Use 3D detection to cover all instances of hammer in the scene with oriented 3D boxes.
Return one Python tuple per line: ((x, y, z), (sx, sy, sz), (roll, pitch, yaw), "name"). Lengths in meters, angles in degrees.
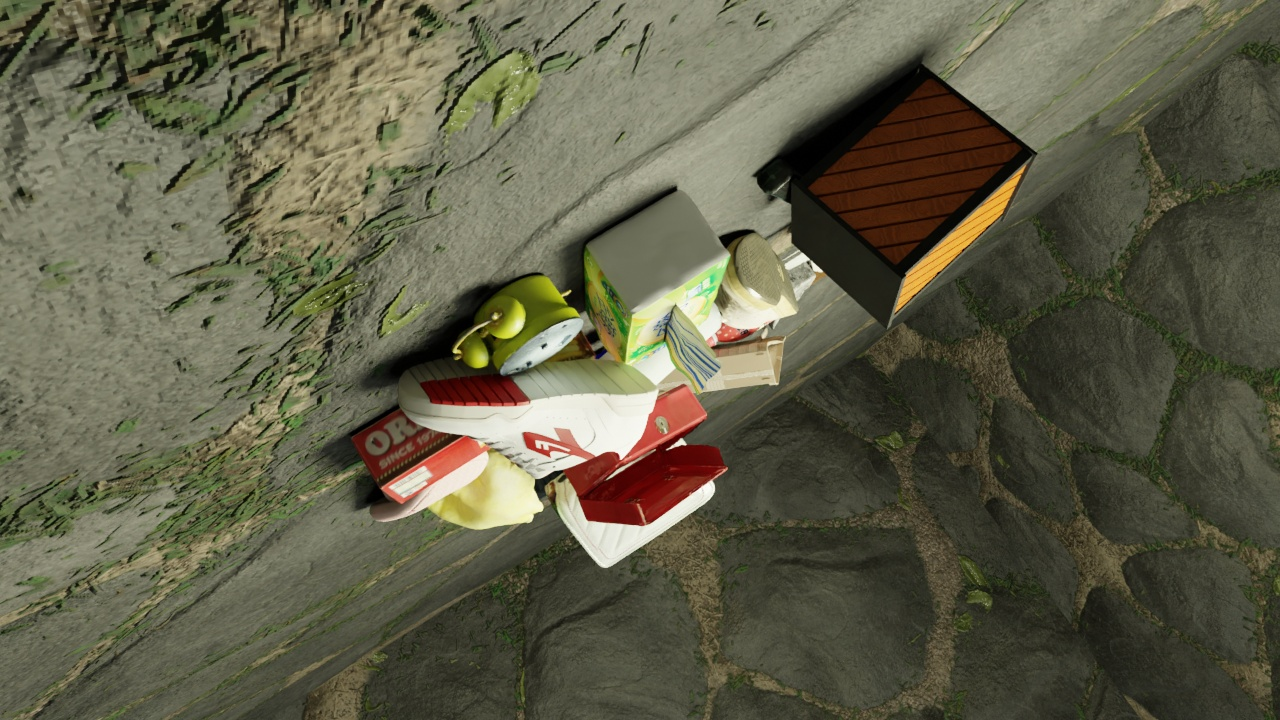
((0.325, -0.163, 1.446), (0.300, 0.037, 0.218), (-33, 169, -10), "hammer")
((0.190, -0.181, 1.008), (0.130, 0.032, 0.318), (-37, 168, 21), "hammer")

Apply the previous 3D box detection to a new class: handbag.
((-0.018, 0.169, 1.260), (0.198, 0.142, 0.096), (-33, -154, 0), "handbag")
((0.131, -0.017, 1.356), (0.176, 0.062, 0.197), (-8, -162, 24), "handbag")

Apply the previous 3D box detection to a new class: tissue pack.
((0.027, -0.041, 0.843), (0.120, 0.141, 0.198), (-33, 169, -5), "tissue pack")

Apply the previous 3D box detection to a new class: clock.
((-0.103, -0.026, 0.759), (0.118, 0.057, 0.083), (-22, 164, -49), "clock")

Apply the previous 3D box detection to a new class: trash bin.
((0.261, -0.157, 0.911), (0.171, 0.139, 0.140), (-42, 162, -5), "trash bin")

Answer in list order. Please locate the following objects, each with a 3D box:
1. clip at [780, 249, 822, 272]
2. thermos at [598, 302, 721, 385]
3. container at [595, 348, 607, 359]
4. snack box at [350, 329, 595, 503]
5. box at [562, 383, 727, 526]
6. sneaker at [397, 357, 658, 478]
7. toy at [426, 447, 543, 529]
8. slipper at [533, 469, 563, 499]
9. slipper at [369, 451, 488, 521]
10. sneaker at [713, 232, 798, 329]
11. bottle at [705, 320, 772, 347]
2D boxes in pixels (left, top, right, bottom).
((0.216, -0.140, 1.130), (0.101, 0.043, 0.054), (-32, 156, -1), "clip")
((-0.006, 0.006, 1.037), (0.229, 0.068, 0.068), (-42, 173, -24), "thermos")
((-0.072, 0.051, 1.099), (0.113, 0.085, 0.085), (-25, 165, -35), "container")
((-0.157, 0.048, 0.905), (0.236, 0.060, 0.113), (-32, 169, -12), "snack box")
((-0.004, 0.111, 1.112), (0.156, 0.127, 0.137), (-29, -171, -40), "box")
((-0.102, 0.060, 0.821), (0.236, 0.090, 0.104), (-1, 116, -33), "sneaker")
((-0.199, 0.165, 1.154), (0.171, 0.154, 0.064), (-47, -152, 42), "toy")
((-0.086, 0.126, 1.340), (0.263, 0.101, 0.082), (-32, 169, 1), "slipper")
((-0.246, 0.137, 1.045), (0.106, 0.055, 0.222), (-25, 176, -40), "slipper")
((0.117, -0.086, 1.097), (0.102, 0.089, 0.241), (-17, 170, 19), "sneaker")
((0.136, -0.061, 1.274), (0.137, 0.062, 0.062), (-32, 169, -7), "bottle")
